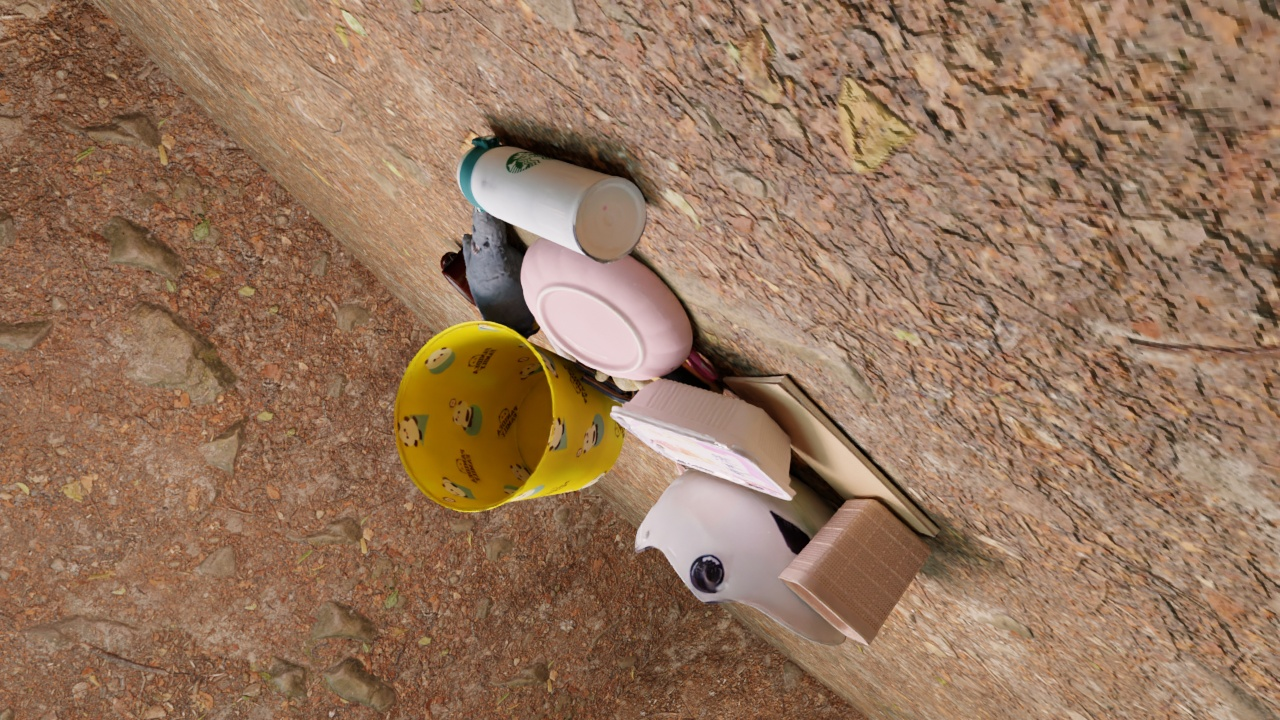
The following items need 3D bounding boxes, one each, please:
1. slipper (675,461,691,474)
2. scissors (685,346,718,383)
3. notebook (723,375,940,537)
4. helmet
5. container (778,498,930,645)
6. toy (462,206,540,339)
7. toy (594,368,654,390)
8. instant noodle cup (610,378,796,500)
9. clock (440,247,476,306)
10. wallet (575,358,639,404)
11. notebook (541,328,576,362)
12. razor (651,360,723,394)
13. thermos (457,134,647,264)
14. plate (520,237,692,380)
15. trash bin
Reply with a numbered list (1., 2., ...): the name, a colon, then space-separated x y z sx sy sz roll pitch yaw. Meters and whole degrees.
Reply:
1. slipper: 0.091 0.161 1.280 0.274 0.054 0.114 39 171 -17
2. scissors: 0.031 -0.025 0.953 0.135 0.017 0.064 44 179 12
3. notebook: 0.178 0.089 0.893 0.211 0.012 0.150 44 169 -11
4. helmet: 0.138 0.195 1.038 0.259 0.146 0.228 25 -175 43
5. container: 0.210 0.200 0.891 0.090 0.110 0.090 41 170 1
6. toy: -0.175 -0.098 1.200 0.357 0.091 0.138 98 149 -75
7. toy: -0.006 0.006 1.091 0.157 0.066 0.105 31 -153 28
8. instant noodle cup: 0.071 0.072 0.924 0.174 0.060 0.138 13 161 37
9. clock: -0.267 -0.131 1.418 0.122 0.055 0.082 29 163 52
10. wallet: -0.035 0.027 1.188 0.090 0.033 0.115 33 -176 11
11. notebook: -0.050 0.017 1.315 0.209 0.012 0.150 27 161 31
12. razor: 0.016 0.000 0.997 0.167 0.062 0.067 34 180 7
13. thermos: -0.087 -0.144 0.780 0.224 0.073 0.073 29 163 48
14. plate: -0.042 -0.042 0.909 0.192 0.038 0.193 24 149 15
15. trash bin: -0.153 0.082 1.213 0.229 0.230 0.255 37 -172 24
